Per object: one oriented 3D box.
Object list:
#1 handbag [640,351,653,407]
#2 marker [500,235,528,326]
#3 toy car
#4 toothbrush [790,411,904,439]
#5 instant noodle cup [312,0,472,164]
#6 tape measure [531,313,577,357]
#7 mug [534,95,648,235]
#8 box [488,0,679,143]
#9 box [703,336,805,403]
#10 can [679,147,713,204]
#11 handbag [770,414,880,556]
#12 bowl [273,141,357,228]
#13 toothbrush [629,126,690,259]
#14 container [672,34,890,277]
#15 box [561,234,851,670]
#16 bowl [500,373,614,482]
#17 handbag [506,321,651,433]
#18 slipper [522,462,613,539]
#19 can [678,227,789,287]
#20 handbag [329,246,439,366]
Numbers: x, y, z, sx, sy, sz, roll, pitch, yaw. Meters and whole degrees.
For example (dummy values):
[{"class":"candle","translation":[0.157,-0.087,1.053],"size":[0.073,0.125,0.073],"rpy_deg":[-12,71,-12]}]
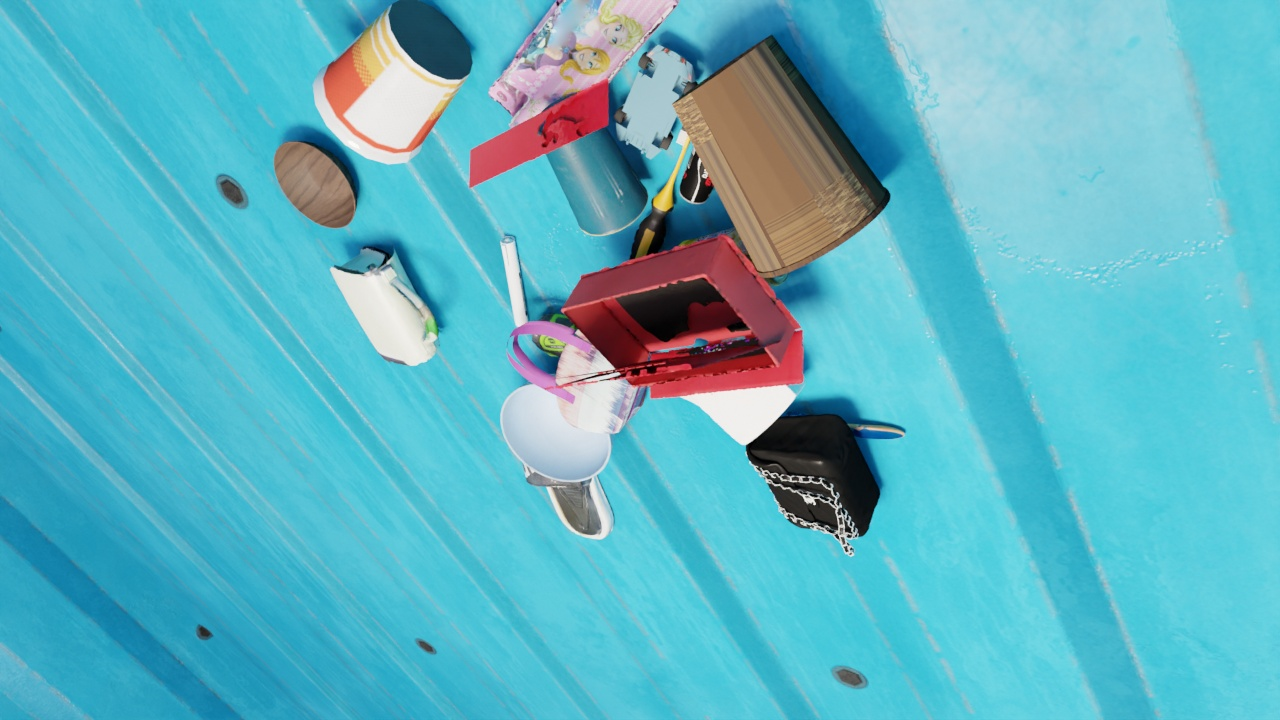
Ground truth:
[{"class":"handbag","translation":[-0.007,0.006,1.110],"size":[0.055,0.029,0.120],"rpy_deg":[25,132,2]},{"class":"marker","translation":[-0.152,-0.091,1.111],"size":[0.017,0.020,0.134],"rpy_deg":[14,135,19]},{"class":"toy car","translation":[0.017,-0.245,0.857],"size":[0.060,0.027,0.108],"rpy_deg":[32,134,3]},{"class":"toothbrush","translation":[0.227,0.075,1.029],"size":[0.135,0.017,0.021],"rpy_deg":[8,149,26]},{"class":"instant noodle cup","translation":[-0.242,-0.285,0.922],"size":[0.121,0.123,0.123],"rpy_deg":[-32,108,38]},{"class":"tape measure","translation":[-0.098,-0.032,1.122],"size":[0.066,0.035,0.059],"rpy_deg":[3,139,26]},{"class":"mug","translation":[-0.051,-0.191,0.891],"size":[0.078,0.078,0.121],"rpy_deg":[3,144,30]},{"class":"box","translation":[-0.060,-0.284,0.842],"size":[0.084,0.063,0.231],"rpy_deg":[44,137,-11]},{"class":"box","translation":[0.122,0.014,1.013],"size":[0.108,0.101,0.103],"rpy_deg":[43,120,4]},{"class":"can","translation":[0.062,-0.189,0.876],"size":[0.031,0.031,0.081],"rpy_deg":[28,138,6]},{"class":"handbag","translation":[0.186,0.144,1.038],"size":[0.125,0.114,0.154],"rpy_deg":[3,144,37]},{"class":"bowl","translation":[-0.392,-0.222,1.131],"size":[0.119,0.032,0.119],"rpy_deg":[18,136,18]},{"class":"toothbrush","translation":[0.022,-0.157,0.935],"size":[0.031,0.031,0.197],"rpy_deg":[26,134,3]},{"class":"container","translation":[0.115,-0.178,0.790],"size":[0.132,0.131,0.167],"rpy_deg":[-22,109,43]},{"class":"box","translation":[0.074,0.090,0.929],"size":[0.213,0.127,0.425],"rpy_deg":[-8,102,45]},{"class":"bowl","translation":[-0.096,0.075,1.181],"size":[0.151,0.074,0.151],"rpy_deg":[11,123,17]},{"class":"handbag","translation":[-0.077,0.006,1.075],"size":[0.170,0.067,0.145],"rpy_deg":[23,112,12]},{"class":"slipper","translation":[-0.116,0.168,1.299],"size":[0.111,0.062,0.264],"rpy_deg":[3,132,30]},{"class":"can","translation":[0.092,-0.098,0.916],"size":[0.105,0.067,0.068],"rpy_deg":[-11,122,38]},{"class":"handbag","translation":[-0.301,-0.068,1.172],"size":[0.176,0.073,0.151],"rpy_deg":[14,136,48]}]
